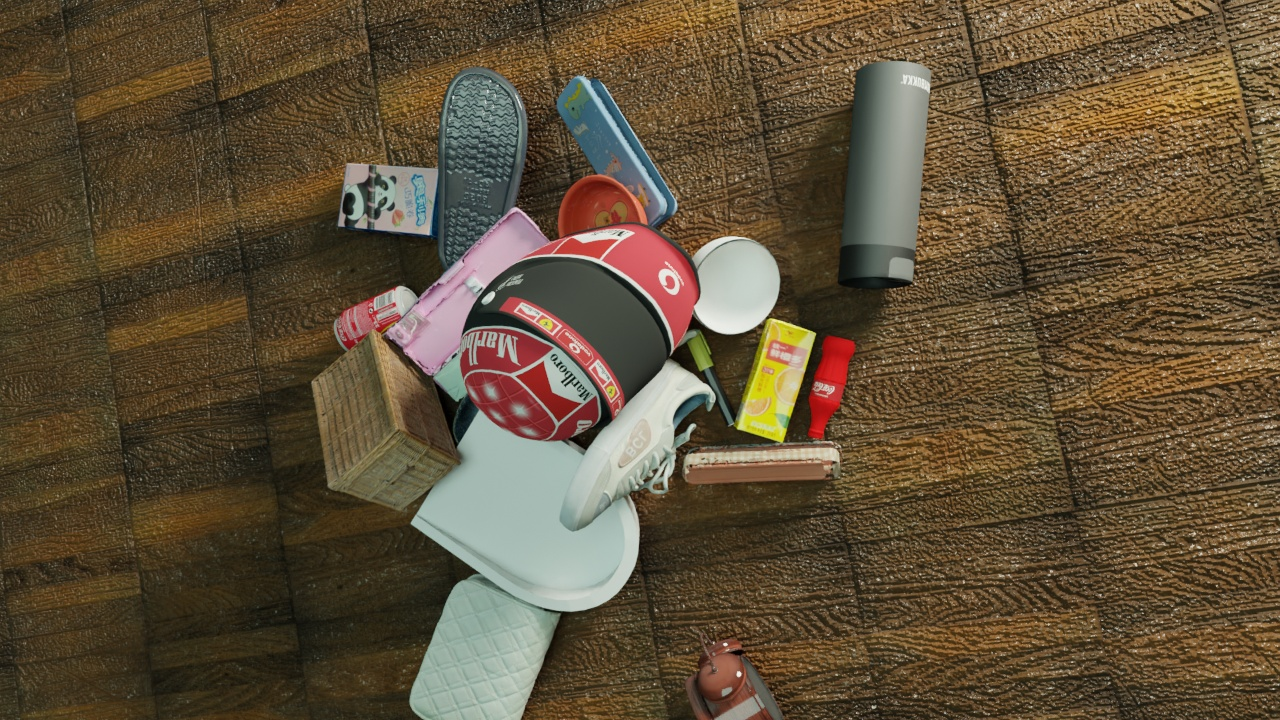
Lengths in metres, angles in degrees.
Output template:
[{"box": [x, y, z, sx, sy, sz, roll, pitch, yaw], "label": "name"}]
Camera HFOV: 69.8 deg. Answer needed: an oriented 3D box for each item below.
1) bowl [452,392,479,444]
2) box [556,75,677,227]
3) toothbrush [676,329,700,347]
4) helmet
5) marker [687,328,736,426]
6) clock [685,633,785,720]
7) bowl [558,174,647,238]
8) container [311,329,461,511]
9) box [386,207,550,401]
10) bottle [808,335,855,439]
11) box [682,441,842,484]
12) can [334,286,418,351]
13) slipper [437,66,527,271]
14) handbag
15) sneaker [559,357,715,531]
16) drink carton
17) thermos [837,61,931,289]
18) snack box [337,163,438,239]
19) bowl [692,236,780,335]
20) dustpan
[{"box": [-0.177, 0.080, 1.155, 0.110, 0.055, 0.110, 0, 95, 1], "label": "bowl"}, {"box": [-0.035, -0.256, 1.132, 0.068, 0.059, 0.210, -33, 80, 15], "label": "box"}, {"box": [-0.007, 0.007, 1.126, 0.189, 0.016, 0.017, -28, 92, 21], "label": "toothbrush"}, {"box": [-0.086, -0.020, 1.022, 0.272, 0.224, 0.197, -10, 127, 51], "label": "helmet"}, {"box": [0.087, 0.020, 1.109, 0.021, 0.017, 0.124, -26, 83, 13], "label": "marker"}, {"box": [0.104, 0.384, 1.042, 0.072, 0.120, 0.157, -32, 88, 4], "label": "clock"}, {"box": [-0.037, -0.162, 1.121, 0.131, 0.045, 0.131, 12, 111, 33], "label": "bowl"}, {"box": [-0.314, 0.077, 1.129, 0.114, 0.112, 0.198, -39, 45, 11], "label": "container"}, {"box": [-0.184, -0.059, 1.159, 0.230, 0.035, 0.159, -42, 105, 6], "label": "box"}, {"box": [0.217, 0.032, 1.064, 0.036, 0.036, 0.119, 15, 93, 15], "label": "bottle"}, {"box": [0.145, 0.120, 1.086, 0.188, 0.063, 0.056, -2, 123, 13], "label": "box"}, {"box": [-0.343, -0.052, 1.205, 0.105, 0.064, 0.064, -21, 83, 14], "label": "can"}, {"box": [-0.197, -0.233, 1.172, 0.111, 0.083, 0.268, 11, 108, 5], "label": "slipper"}, {"box": [-0.192, 0.371, 1.148, 0.139, 0.072, 0.195, 23, 94, 6], "label": "handbag"}, {"box": [0.002, 0.105, 1.054, 0.091, 0.090, 0.241, 30, 63, 13], "label": "sneaker"}, {"box": [0.157, 0.023, 1.074, 0.058, 0.043, 0.134, 17, 93, -1], "label": "drink carton"}, {"box": [0.274, -0.203, 1.032, 0.082, 0.082, 0.240, 5, 89, 15], "label": "thermos"}, {"box": [-0.326, -0.211, 1.212, 0.154, 0.033, 0.088, 9, 91, 24], "label": "snack box"}, {"box": [0.099, -0.092, 1.074, 0.113, 0.063, 0.113, -7, 110, -19], "label": "bowl"}, {"box": [-0.124, 0.189, 1.108, 0.258, 0.053, 0.191, 32, 95, -1], "label": "dustpan"}]
